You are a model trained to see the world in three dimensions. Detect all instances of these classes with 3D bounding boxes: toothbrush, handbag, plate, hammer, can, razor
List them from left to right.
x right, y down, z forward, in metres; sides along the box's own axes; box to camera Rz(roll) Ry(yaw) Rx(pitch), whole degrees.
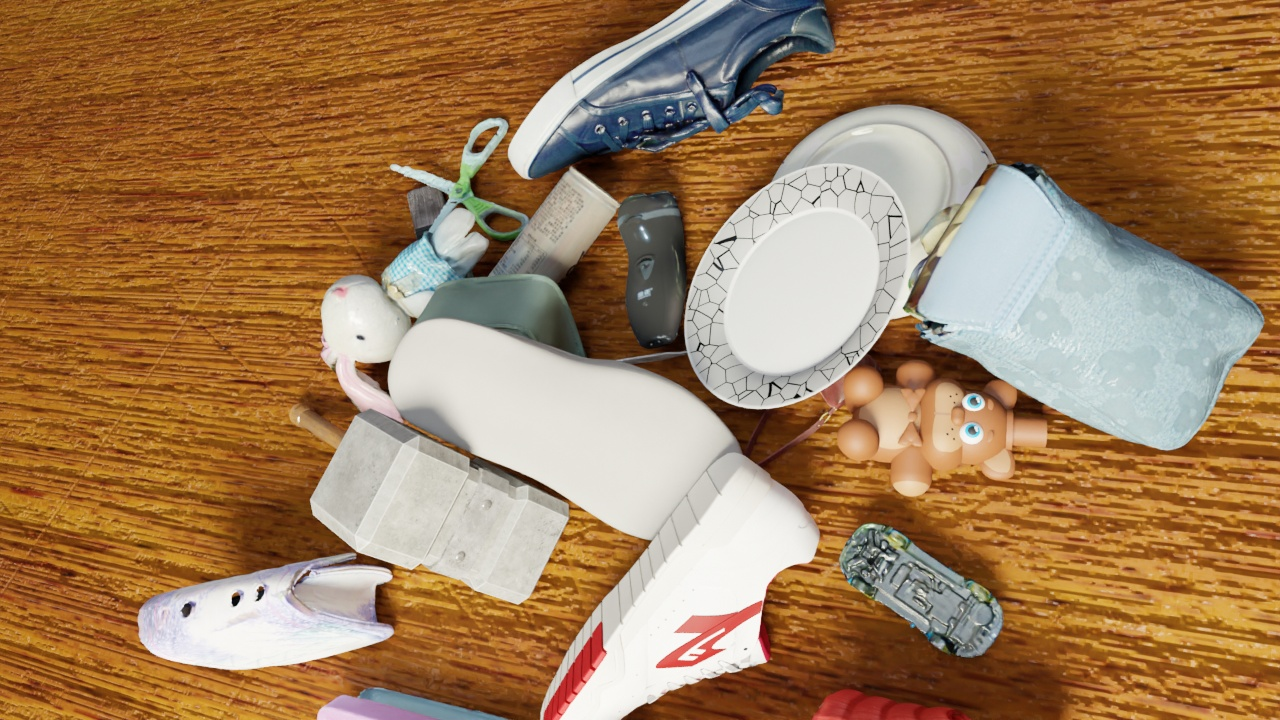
[{"bbox_3d":[-0.292,0.197,0.730,0.159,0.126,0.069,-17,62,20],"label":"handbag"},{"bbox_3d":[-0.218,0.082,0.749,0.318,0.162,0.083,18,79,46],"label":"hammer"},{"bbox_3d":[-0.114,-0.007,0.739,0.122,0.106,0.067,-2,43,23],"label":"handbag"},{"bbox_3d":[-0.078,-0.094,0.774,0.054,0.054,0.136,43,100,31],"label":"can"},{"bbox_3d":[-0.004,0.004,0.696,0.181,0.010,0.010,-8,65,-5],"label":"toothbrush"},{"bbox_3d":[0.008,-0.076,0.727,0.053,0.063,0.140,-20,52,24],"label":"razor"},{"bbox_3d":[0.109,-0.052,0.654,0.189,0.016,0.188,-25,52,36],"label":"plate"},{"bbox_3d":[0.116,0.033,0.667,0.120,0.029,0.055,-49,57,7],"label":"handbag"},{"bbox_3d":[0.175,-0.120,0.690,0.183,0.034,0.182,-9,67,22],"label":"plate"},{"bbox_3d":[0.264,-0.035,0.570,0.192,0.118,0.122,27,97,-1],"label":"handbag"}]

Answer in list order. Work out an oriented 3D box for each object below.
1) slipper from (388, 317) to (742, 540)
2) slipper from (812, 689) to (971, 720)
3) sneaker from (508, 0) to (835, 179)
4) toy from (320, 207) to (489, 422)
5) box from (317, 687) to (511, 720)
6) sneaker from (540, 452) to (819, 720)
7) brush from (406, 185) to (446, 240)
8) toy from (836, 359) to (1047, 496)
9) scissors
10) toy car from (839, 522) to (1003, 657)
[{"bbox_3d":[-0.051,0.045,0.675,0.266,0.080,0.113,21,93,-3],"label":"slipper"},{"bbox_3d":[0.120,0.227,0.544,0.249,0.103,0.059,-11,70,17],"label":"slipper"},{"bbox_3d":[0.030,-0.213,0.765,0.295,0.120,0.127,-29,84,9],"label":"sneaker"},{"bbox_3d":[-0.211,-0.048,0.789,0.205,0.105,0.131,-46,62,11],"label":"toy"},{"bbox_3d":[-0.138,0.297,0.668,0.214,0.065,0.078,3,86,25],"label":"box"},{"bbox_3d":[0.032,0.183,0.613,0.104,0.090,0.236,37,93,-5],"label":"sneaker"},{"bbox_3d":[-0.191,-0.106,0.864,0.039,0.012,0.151,-25,63,13],"label":"brush"},{"bbox_3d":[0.198,0.042,0.603,0.128,0.065,0.094,2,70,20],"label":"toy"},{"bbox_3d":[-0.170,-0.159,0.865,0.171,0.021,0.172,27,80,20],"label":"scissors"},{"bbox_3d":[0.178,0.147,0.589,0.105,0.032,0.048,32,86,25],"label":"toy car"}]
